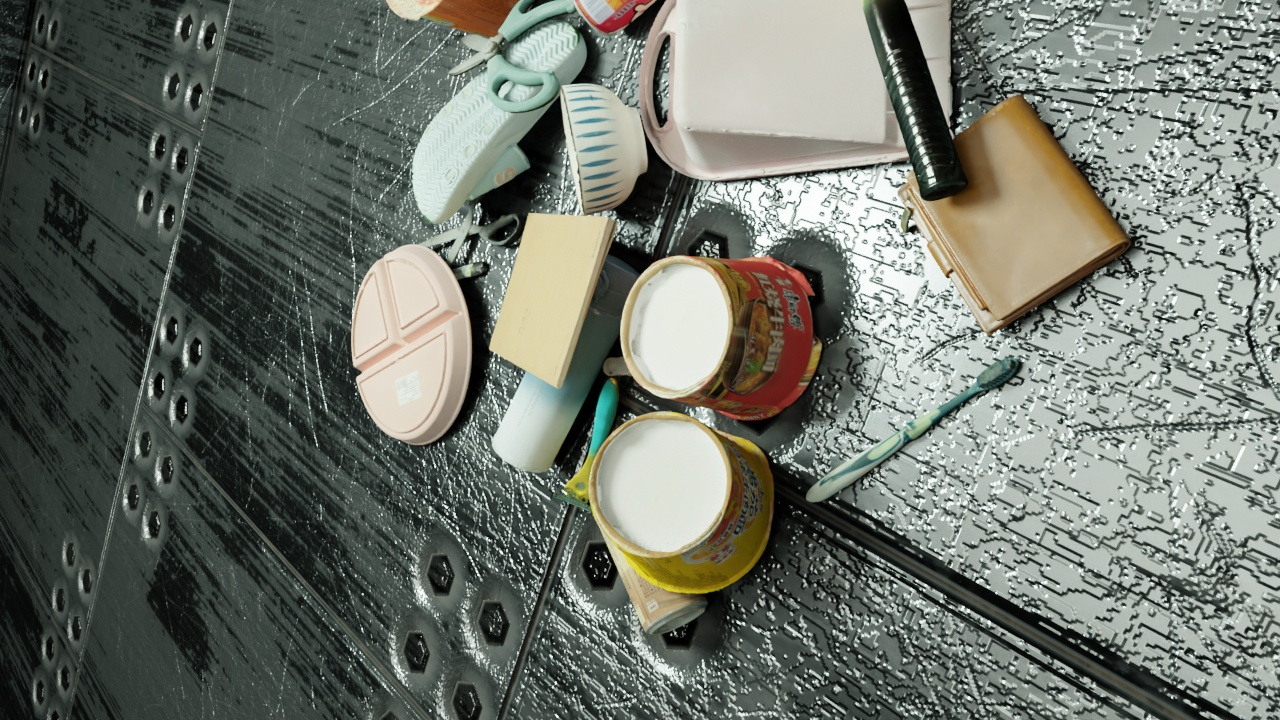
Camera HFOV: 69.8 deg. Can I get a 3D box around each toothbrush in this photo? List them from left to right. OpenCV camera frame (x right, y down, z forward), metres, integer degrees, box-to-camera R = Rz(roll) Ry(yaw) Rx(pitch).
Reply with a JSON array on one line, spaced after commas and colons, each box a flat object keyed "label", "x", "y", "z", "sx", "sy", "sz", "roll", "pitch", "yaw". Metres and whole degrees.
[{"label": "toothbrush", "x": 0.191, "y": 0.054, "z": 0.666, "sx": 0.192, "sy": 0.018, "sz": 0.016, "roll": -41, "pitch": 62, "yaw": 30}]

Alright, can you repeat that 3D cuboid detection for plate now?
[{"label": "plate", "x": -0.268, "y": -0.017, "z": 1.042, "sx": 0.230, "sy": 0.028, "sz": 0.229, "roll": 3, "pitch": 95, "yaw": 44}]

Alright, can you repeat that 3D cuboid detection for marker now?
[{"label": "marker", "x": -0.215, "y": -0.093, "z": 1.030, "sx": 0.124, "sy": 0.015, "sz": 0.018, "roll": -9, "pitch": 81, "yaw": 37}]

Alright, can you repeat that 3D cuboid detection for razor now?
[{"label": "razor", "x": -0.043, "y": 0.077, "z": 0.857, "sx": 0.043, "sy": 0.028, "sz": 0.133, "roll": 20, "pitch": 104, "yaw": 16}]

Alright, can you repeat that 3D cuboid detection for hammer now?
[{"label": "hammer", "x": 0.170, "y": -0.254, "z": 0.649, "sx": 0.129, "sy": 0.033, "sz": 0.300, "roll": -16, "pitch": 77, "yaw": 11}]

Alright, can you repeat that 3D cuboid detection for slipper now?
[{"label": "slipper", "x": -0.143, "y": -0.242, "z": 0.945, "sx": 0.246, "sy": 0.074, "sz": 0.104, "roll": -44, "pitch": 54, "yaw": 11}]

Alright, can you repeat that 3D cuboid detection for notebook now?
[{"label": "notebook", "x": -0.089, "y": -0.064, "z": 0.857, "sx": 0.212, "sy": 0.012, "sz": 0.149, "roll": 22, "pitch": 95, "yaw": 63}]

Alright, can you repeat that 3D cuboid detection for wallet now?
[{"label": "wallet", "x": 0.240, "y": -0.096, "z": 0.624, "sx": 0.119, "sy": 0.035, "sz": 0.130, "roll": -39, "pitch": 61, "yaw": 32}]

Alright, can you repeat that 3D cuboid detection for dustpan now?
[{"label": "dustpan", "x": 0.119, "y": -0.260, "z": 0.760, "sx": 0.274, "sy": 0.138, "sz": 0.222, "roll": 4, "pitch": 86, "yaw": 13}]

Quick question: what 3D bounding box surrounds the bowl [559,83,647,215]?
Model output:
[{"label": "bowl", "x": -0.031, "y": -0.194, "z": 0.832, "sx": 0.066, "sy": 0.116, "sz": 0.116, "roll": -10, "pitch": 76, "yaw": -5}]

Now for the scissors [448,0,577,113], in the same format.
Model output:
[{"label": "scissors", "x": -0.111, "y": -0.319, "z": 0.901, "sx": 0.170, "sy": 0.019, "sz": 0.181, "roll": 39, "pitch": 92, "yaw": 38}]

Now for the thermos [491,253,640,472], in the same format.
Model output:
[{"label": "thermos", "x": -0.069, "y": 0.001, "z": 0.859, "sx": 0.070, "sy": 0.070, "sz": 0.221, "roll": 42, "pitch": 114, "yaw": 35}]

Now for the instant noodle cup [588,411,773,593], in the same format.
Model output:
[{"label": "instant noodle cup", "x": 0.028, "y": 0.105, "z": 0.709, "sx": 0.138, "sy": 0.110, "sz": 0.137, "roll": -6, "pitch": 69, "yaw": 15}]

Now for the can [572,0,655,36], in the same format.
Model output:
[{"label": "can", "x": -0.011, "y": -0.353, "z": 0.841, "sx": 0.094, "sy": 0.066, "sz": 0.066, "roll": -29, "pitch": 68, "yaw": 36}]

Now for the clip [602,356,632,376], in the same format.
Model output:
[{"label": "clip", "x": -0.005, "y": 0.005, "z": 0.840, "sx": 0.056, "sy": 0.027, "sz": 0.024, "roll": -7, "pitch": 84, "yaw": 29}]

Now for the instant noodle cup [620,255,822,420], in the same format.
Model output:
[{"label": "instant noodle cup", "x": 0.057, "y": -0.021, "z": 0.728, "sx": 0.138, "sy": 0.108, "sz": 0.138, "roll": -4, "pitch": 84, "yaw": 41}]

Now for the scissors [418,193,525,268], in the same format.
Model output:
[{"label": "scissors", "x": -0.187, "y": -0.142, "z": 1.002, "sx": 0.159, "sy": 0.014, "sz": 0.181, "roll": 30, "pitch": 102, "yaw": 39}]

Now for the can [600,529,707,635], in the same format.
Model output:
[{"label": "can", "x": 0.008, "y": 0.170, "z": 0.786, "sx": 0.059, "sy": 0.058, "sz": 0.116, "roll": -42, "pitch": 62, "yaw": 30}]

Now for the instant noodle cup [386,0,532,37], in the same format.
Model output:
[{"label": "instant noodle cup", "x": -0.183, "y": -0.416, "z": 0.963, "sx": 0.152, "sy": 0.111, "sz": 0.151, "roll": -4, "pitch": 84, "yaw": 40}]
